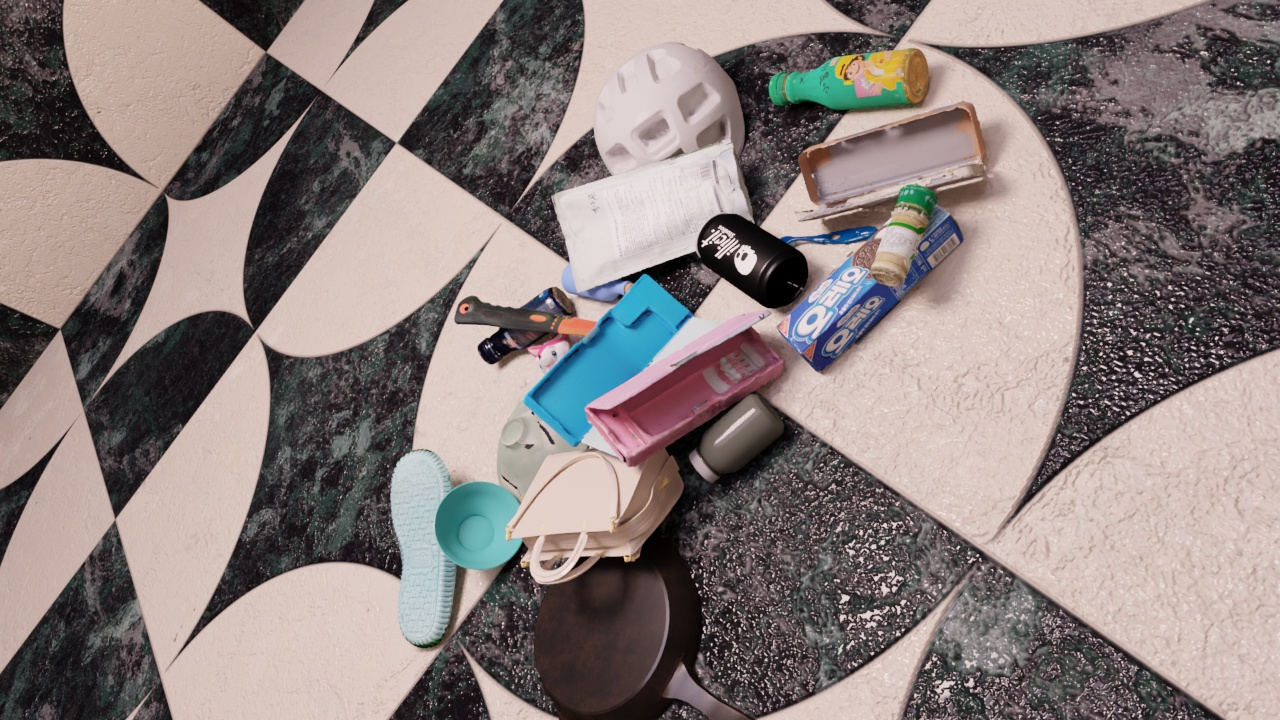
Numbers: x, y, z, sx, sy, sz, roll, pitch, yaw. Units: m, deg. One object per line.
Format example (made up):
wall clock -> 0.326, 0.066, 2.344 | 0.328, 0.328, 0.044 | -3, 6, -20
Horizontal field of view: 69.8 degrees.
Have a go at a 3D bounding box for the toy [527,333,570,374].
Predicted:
toy -> -0.125, -0.002, 1.323 | 0.065, 0.050, 0.102 | -37, 52, 9

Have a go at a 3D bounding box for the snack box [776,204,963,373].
snack box -> 0.262, -0.088, 1.051 | 0.226, 0.059, 0.059 | -45, 46, 8

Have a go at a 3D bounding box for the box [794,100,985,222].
box -> 0.291, -0.236, 1.092 | 0.217, 0.094, 0.107 | -10, 84, 35

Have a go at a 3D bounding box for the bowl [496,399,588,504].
bowl -> -0.157, 0.109, 1.267 | 0.175, 0.068, 0.174 | -18, 57, 30

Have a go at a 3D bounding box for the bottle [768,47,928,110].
bottle -> 0.267, -0.364, 1.204 | 0.210, 0.068, 0.068 | 8, 70, 41

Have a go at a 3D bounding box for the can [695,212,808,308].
can -> 0.139, -0.129, 1.159 | 0.080, 0.080, 0.146 | -51, 45, 3

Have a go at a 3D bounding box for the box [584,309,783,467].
box -> 0.052, 0.014, 1.055 | 0.232, 0.099, 0.099 | -29, 59, -18

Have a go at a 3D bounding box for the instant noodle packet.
instant noodle packet -> 0.017, -0.201, 1.273 | 0.270, 0.057, 0.147 | -16, 84, 18

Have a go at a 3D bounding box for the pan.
pan -> 0.005, 0.331, 1.022 | 0.356, 0.043, 0.248 | 24, 81, 44

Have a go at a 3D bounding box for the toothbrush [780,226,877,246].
toothbrush -> 0.234, -0.153, 1.145 | 0.133, 0.016, 0.021 | -2, 65, 35

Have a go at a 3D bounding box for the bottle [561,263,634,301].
bottle -> -0.056, -0.111, 1.328 | 0.131, 0.048, 0.048 | 15, 75, 43

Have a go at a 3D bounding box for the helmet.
helmet -> 0.035, -0.369, 1.375 | 0.225, 0.184, 0.281 | -24, 32, 21

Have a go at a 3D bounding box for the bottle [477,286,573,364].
bottle -> -0.175, -0.050, 1.383 | 0.161, 0.056, 0.056 | -33, 48, 20

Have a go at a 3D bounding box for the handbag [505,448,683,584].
handbag -> -0.069, 0.190, 1.083 | 0.195, 0.101, 0.197 | -11, 28, 34

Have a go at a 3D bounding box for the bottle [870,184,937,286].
bottle -> 0.284, -0.135, 0.994 | 0.043, 0.042, 0.110 | 14, 75, 43

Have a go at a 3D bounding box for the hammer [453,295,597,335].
hammer -> -0.123, -0.052, 1.302 | 0.334, 0.033, 0.133 | 9, 72, 25

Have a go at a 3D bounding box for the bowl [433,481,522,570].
bowl -> -0.220, 0.229, 1.244 | 0.046, 0.121, 0.121 | 122, 156, -60

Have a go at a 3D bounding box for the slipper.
slipper -> -0.294, 0.261, 1.291 | 0.116, 0.069, 0.276 | -14, 72, 31

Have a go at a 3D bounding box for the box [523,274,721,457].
box -> -0.006, 0.016, 1.155 | 0.174, 0.064, 0.242 | 31, 61, 23

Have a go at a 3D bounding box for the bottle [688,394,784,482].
bottle -> 0.110, 0.092, 1.067 | 0.108, 0.060, 0.060 | -42, 46, 11
